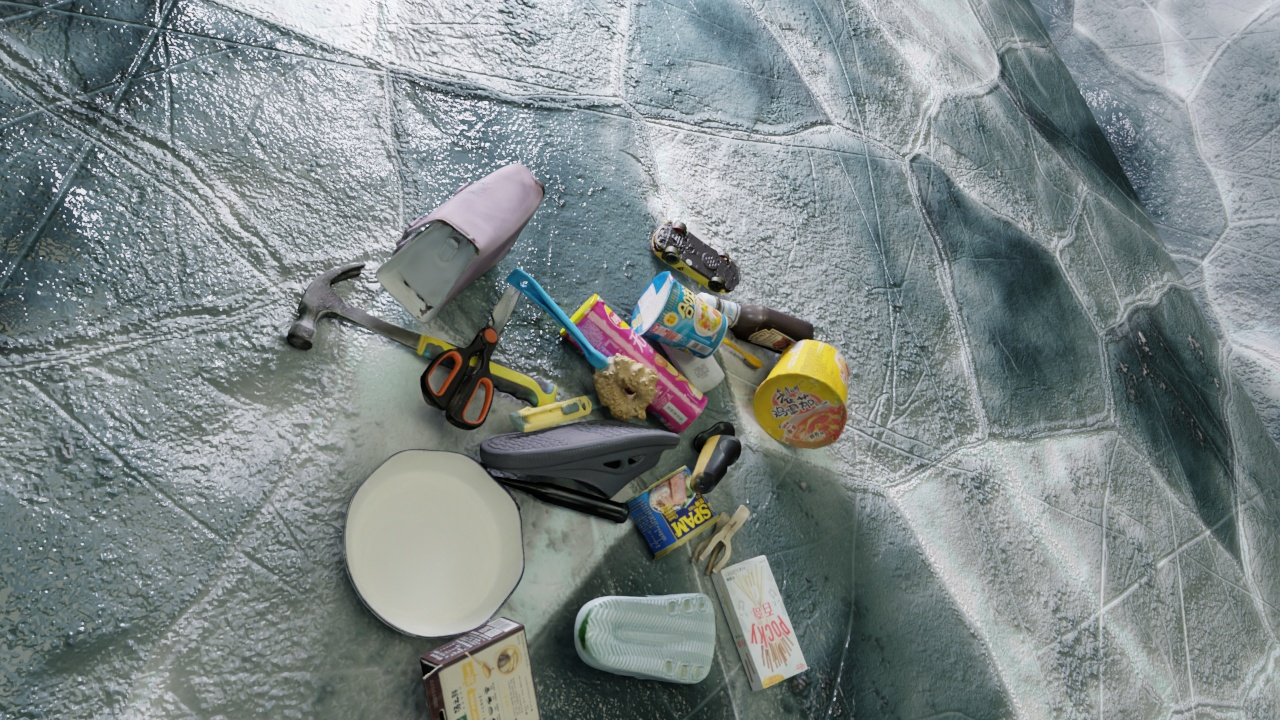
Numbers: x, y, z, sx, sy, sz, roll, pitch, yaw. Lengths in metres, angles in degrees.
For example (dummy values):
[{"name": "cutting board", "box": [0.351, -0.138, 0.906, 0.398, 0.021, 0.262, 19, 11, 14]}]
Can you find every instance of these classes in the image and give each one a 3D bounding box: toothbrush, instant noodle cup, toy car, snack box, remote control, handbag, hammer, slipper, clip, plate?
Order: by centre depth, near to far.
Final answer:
[{"name": "snack box", "box": [-0.166, 0.338, 0.923, 0.125, 0.053, 0.113, -15, 100, -40]}, {"name": "plate", "box": [-0.224, 0.198, 0.989, 0.204, 0.046, 0.204, 18, 56, -29]}, {"name": "slipper", "box": [0.005, 0.321, 1.065, 0.245, 0.074, 0.104, 21, 62, -46]}, {"name": "handbag", "box": [-0.208, -0.151, 1.099, 0.098, 0.145, 0.196, 47, 35, -9]}, {"name": "hammer", "box": [-0.245, -0.015, 1.099, 0.323, 0.032, 0.126, 24, 55, -23]}, {"name": "toothbrush", "box": [-0.109, 0.158, 1.105, 0.212, 0.026, 0.027, 21, 85, -25]}, {"name": "slipper", "box": [-0.073, 0.124, 1.116, 0.267, 0.111, 0.083, -3, 101, -38]}, {"name": "snack box", "box": [0.155, 0.340, 1.197, 0.084, 0.027, 0.156, -8, 70, -38]}, {"name": "clip", "box": [0.107, 0.235, 1.209, 0.034, 0.072, 0.099, 45, 52, -7]}, {"name": "instant noodle cup", "box": [0.059, -0.055, 1.274, 0.110, 0.099, 0.099, 28, 53, -21]}, {"name": "remote control", "box": [0.062, -0.022, 1.326, 0.058, 0.021, 0.150, -30, 86, -29]}, {"name": "instant noodle cup", "box": [0.246, 0.044, 1.360, 0.138, 0.138, 0.109, 42, 40, -10]}, {"name": "toothbrush", "box": [0.106, -0.039, 1.377, 0.191, 0.018, 0.016, 33, 53, -14]}, {"name": "toy car", "box": [0.085, -0.153, 1.404, 0.156, 0.041, 0.071, 29, 52, -18]}]

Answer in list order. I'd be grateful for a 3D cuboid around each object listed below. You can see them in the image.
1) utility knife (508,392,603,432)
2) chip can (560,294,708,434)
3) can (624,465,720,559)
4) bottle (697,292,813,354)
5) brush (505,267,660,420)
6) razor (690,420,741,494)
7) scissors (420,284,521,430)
[{"name": "utility knife", "box": [-0.092, 0.061, 1.156, 0.210, 0.022, 0.031, -13, 90, -59]}, {"name": "chip can", "box": [-0.007, 0.007, 1.232, 0.210, 0.072, 0.071, 42, 49, -10]}, {"name": "can", "box": [0.040, 0.193, 1.175, 0.101, 0.057, 0.083, -24, 79, -42]}, {"name": "bottle", "box": [0.168, -0.057, 1.386, 0.194, 0.080, 0.044, 18, 62, -25]}, {"name": "brush", "box": [-0.073, -0.022, 1.172, 0.254, 0.083, 0.045, 45, 29, -8]}, {"name": "razor", "box": [0.092, 0.132, 1.212, 0.167, 0.068, 0.062, -47, 142, -68]}, {"name": "scissors", "box": [-0.182, -0.008, 1.112, 0.142, 0.022, 0.234, 59, 41, -8]}]
